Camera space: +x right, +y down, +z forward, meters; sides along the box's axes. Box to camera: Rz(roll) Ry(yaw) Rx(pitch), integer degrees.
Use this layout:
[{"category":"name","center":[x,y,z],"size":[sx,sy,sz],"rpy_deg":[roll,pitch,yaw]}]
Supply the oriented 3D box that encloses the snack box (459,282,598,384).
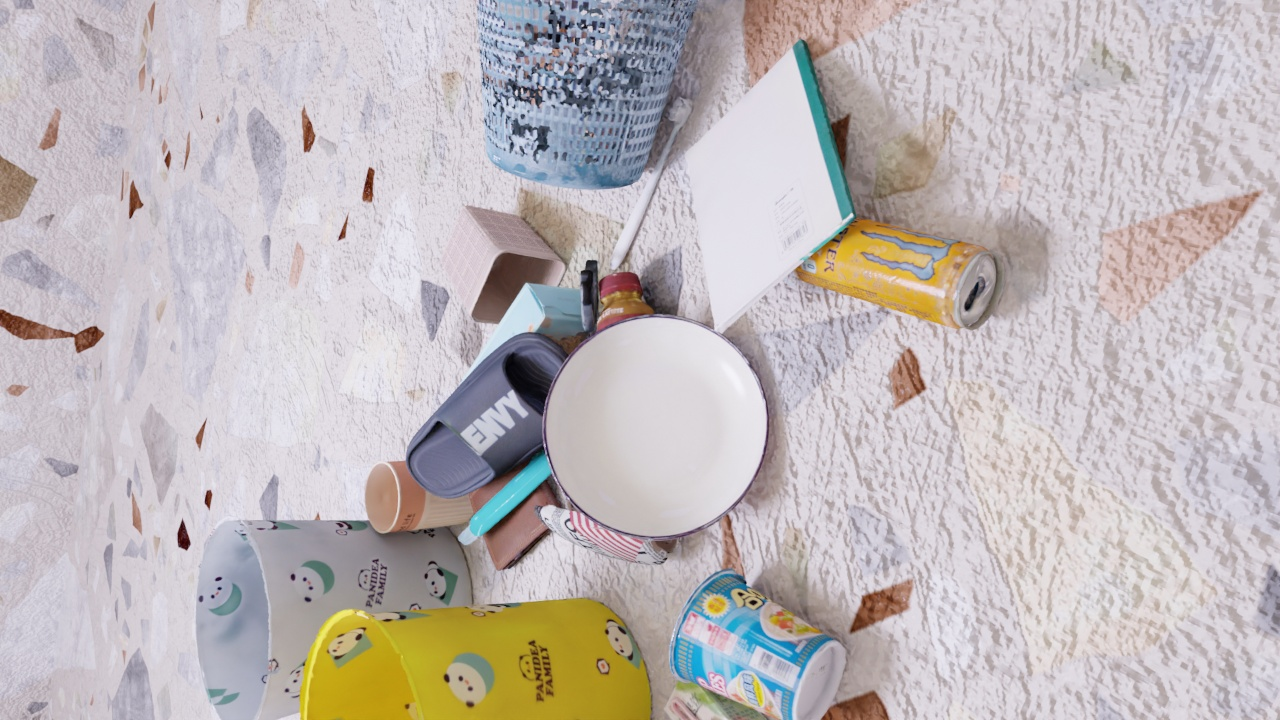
[{"category":"snack box","center":[-0.120,-0.003,0.964],"size":[0.175,0.074,0.051],"rpy_deg":[-51,54,32]}]

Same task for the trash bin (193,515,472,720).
[{"category":"trash bin","center":[-0.350,0.287,1.066],"size":[0.230,0.251,0.229],"rpy_deg":[-3,86,47]}]

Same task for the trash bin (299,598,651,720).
[{"category":"trash bin","center":[-0.143,0.326,0.840],"size":[0.230,0.254,0.229],"rpy_deg":[-3,86,47]}]

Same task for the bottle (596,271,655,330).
[{"category":"bottle","center":[-0.005,0.005,0.852],"size":[0.058,0.057,0.174],"rpy_deg":[-26,70,43]}]

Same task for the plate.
[{"category":"plate","center":[0.014,0.057,0.786],"size":[0.192,0.039,0.192],"rpy_deg":[-2,77,8]}]

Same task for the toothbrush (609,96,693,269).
[{"category":"toothbrush","center":[0.006,-0.166,0.879],"size":[0.016,0.016,0.180],"rpy_deg":[49,122,43]}]

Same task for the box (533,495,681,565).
[{"category":"box","center":[-0.024,0.145,0.874],"size":[0.163,0.076,0.086],"rpy_deg":[-1,48,47]}]

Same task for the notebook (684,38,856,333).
[{"category":"notebook","center":[0.096,-0.143,0.736],"size":[0.151,0.012,0.208],"rpy_deg":[-41,40,38]}]

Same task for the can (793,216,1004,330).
[{"category":"can","center":[0.180,-0.067,0.658],"size":[0.146,0.058,0.058],"rpy_deg":[25,106,45]}]

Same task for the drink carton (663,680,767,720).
[{"category":"drink carton","center":[0.074,0.312,0.762],"size":[0.122,0.045,0.054],"rpy_deg":[41,118,40]}]

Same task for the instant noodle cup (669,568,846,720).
[{"category":"instant noodle cup","center":[0.095,0.229,0.715],"size":[0.110,0.099,0.099],"rpy_deg":[18,101,39]}]

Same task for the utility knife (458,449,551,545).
[{"category":"utility knife","center":[-0.141,0.146,0.976],"size":[0.175,0.013,0.029],"rpy_deg":[-43,64,24]}]

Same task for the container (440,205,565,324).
[{"category":"container","center":[-0.155,-0.105,0.998],"size":[0.111,0.089,0.090],"rpy_deg":[51,123,39]}]

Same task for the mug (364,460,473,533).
[{"category":"mug","center":[-0.267,0.160,1.090],"size":[0.115,0.105,0.081],"rpy_deg":[-14,78,46]}]

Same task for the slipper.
[{"category":"slipper","center":[-0.157,0.078,0.921],"size":[0.110,0.083,0.269],"rpy_deg":[44,125,-11]}]

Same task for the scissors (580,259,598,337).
[{"category":"scissors","center":[-0.049,-0.014,0.887],"size":[0.163,0.014,0.164],"rpy_deg":[86,-175,-66]}]

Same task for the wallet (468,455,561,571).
[{"category":"wallet","center":[-0.137,0.162,1.009],"size":[0.125,0.032,0.101],"rpy_deg":[-46,60,36]}]

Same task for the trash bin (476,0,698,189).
[{"category":"trash bin","center":[-0.057,-0.268,0.831],"size":[0.226,0.226,0.195],"rpy_deg":[36,127,42]}]
